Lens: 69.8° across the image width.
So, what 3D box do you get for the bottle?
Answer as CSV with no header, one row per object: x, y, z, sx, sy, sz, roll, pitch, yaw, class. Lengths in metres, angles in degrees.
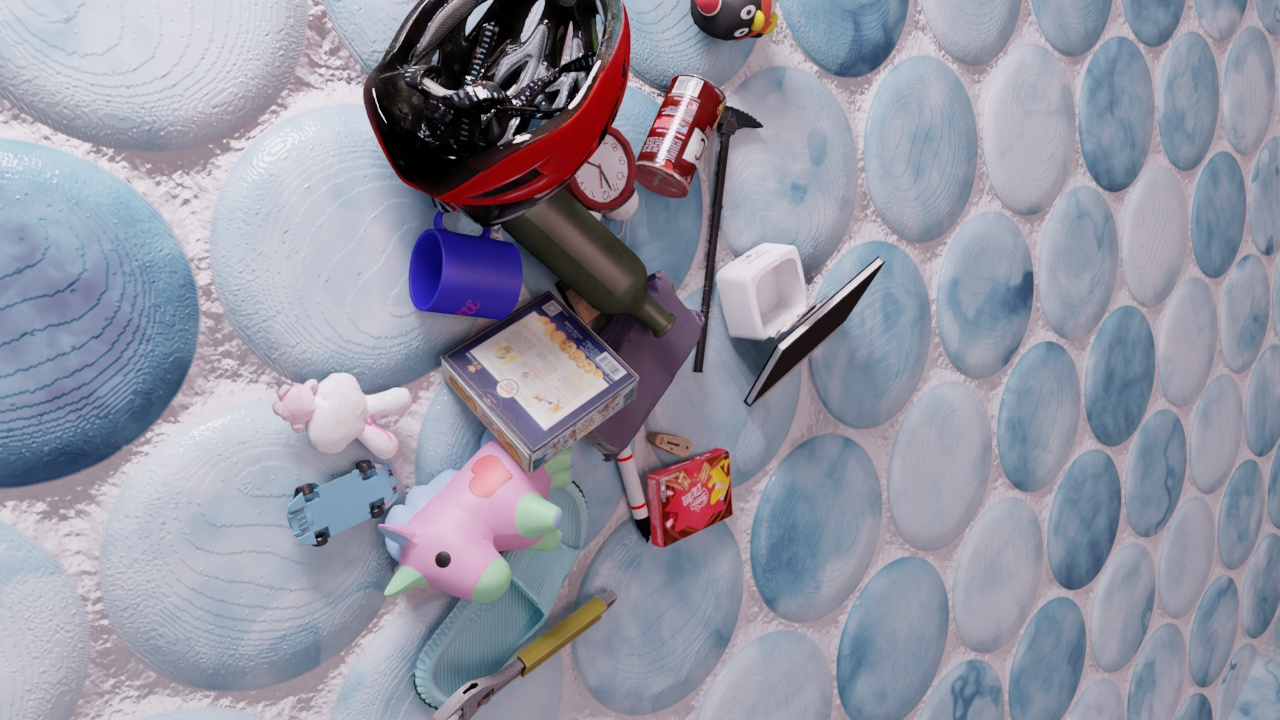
-0.046,-0.099,0.942,0.207,0.072,0.071,41,71,-20,bottle

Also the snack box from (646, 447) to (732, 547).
0.062,0.166,1.126,0.132,0.021,0.089,-15,104,-44,snack box

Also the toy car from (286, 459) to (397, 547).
-0.285,0.132,0.870,0.107,0.028,0.060,-24,110,-43,toy car

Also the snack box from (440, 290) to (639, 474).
-0.102,0.018,0.928,0.144,0.144,0.043,-35,158,-27,snack box

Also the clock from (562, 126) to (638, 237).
-0.050,-0.195,0.989,0.096,0.048,0.138,-24,109,-32,clock

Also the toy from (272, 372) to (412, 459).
-0.280,0.049,0.856,0.125,0.037,0.076,13,91,-35,toy

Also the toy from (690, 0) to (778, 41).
0.103,-0.410,1.043,0.100,0.098,0.119,35,54,11,toy

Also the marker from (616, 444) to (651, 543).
-0.008,0.152,1.084,0.019,0.019,0.146,-26,111,-32,marker

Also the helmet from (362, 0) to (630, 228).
-0.119,-0.252,0.840,0.271,0.217,0.167,-59,159,-15,helmet

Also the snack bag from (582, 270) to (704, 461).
-0.006,0.006,1.022,0.096,0.058,0.205,42,75,-32,snack bag

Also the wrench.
-0.115,0.316,0.984,0.272,0.018,0.084,-26,150,-45,wrench

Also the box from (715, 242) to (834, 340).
0.179,-0.078,1.118,0.109,0.130,0.103,-32,118,-32,box

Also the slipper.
-0.134,0.250,0.974,0.116,0.070,0.275,47,69,-35,slipper

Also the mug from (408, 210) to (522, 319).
-0.171,-0.099,0.896,0.083,0.079,0.111,5,80,-37,mug

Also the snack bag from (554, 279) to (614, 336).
-0.034,-0.047,1.040,0.074,0.018,0.155,-42,118,-25,snack bag

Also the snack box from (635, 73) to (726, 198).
0.044,-0.253,1.038,0.072,0.072,0.121,32,76,-35,snack box

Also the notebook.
0.220,-0.035,1.169,0.206,0.149,0.016,-39,74,-27,notebook

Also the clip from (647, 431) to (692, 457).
0.037,0.099,1.105,0.062,0.047,0.025,20,83,-9,clip

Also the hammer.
0.094,-0.146,1.126,0.094,0.015,0.325,4,94,-38,hammer

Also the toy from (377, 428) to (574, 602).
-0.160,0.141,0.918,0.171,0.120,0.221,8,54,1,toy
